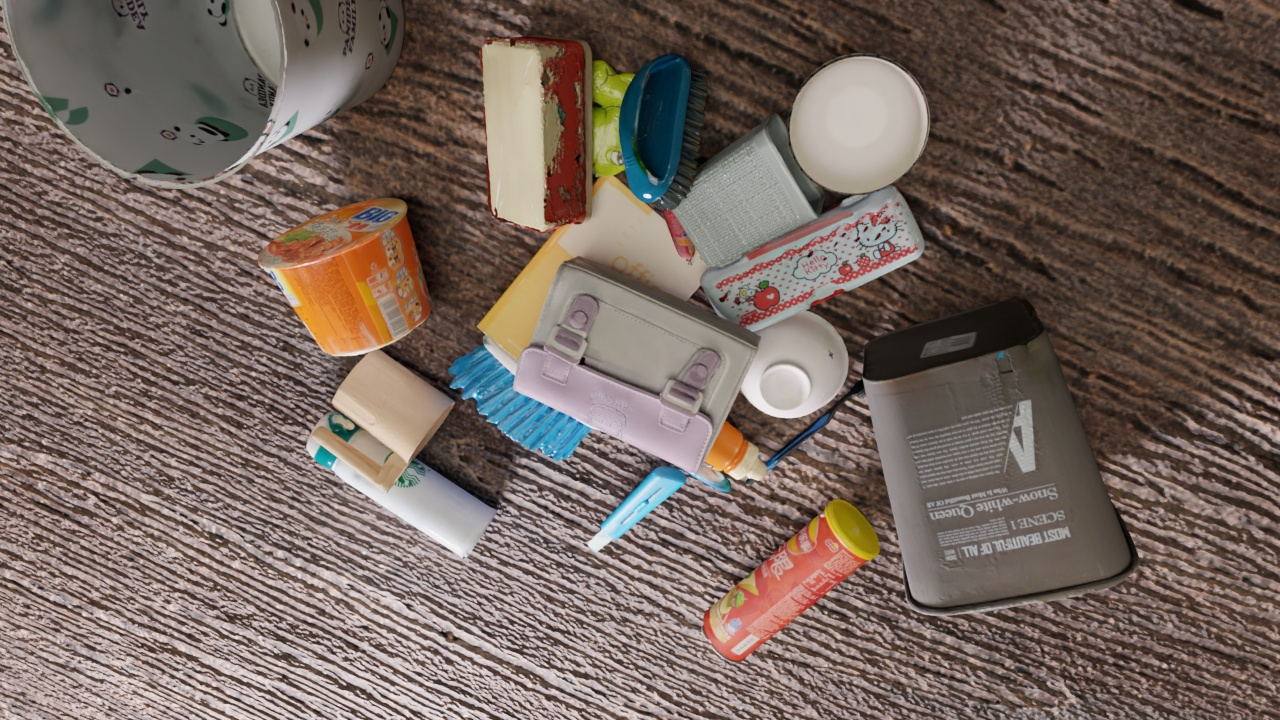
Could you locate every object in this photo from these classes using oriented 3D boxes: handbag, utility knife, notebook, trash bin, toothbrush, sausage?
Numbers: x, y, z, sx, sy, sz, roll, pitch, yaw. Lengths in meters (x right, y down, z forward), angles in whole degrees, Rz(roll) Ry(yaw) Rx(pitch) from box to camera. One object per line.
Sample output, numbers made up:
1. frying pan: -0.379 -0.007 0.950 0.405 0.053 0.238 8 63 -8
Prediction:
1. handbag: -0.005 0.005 0.863 0.197 0.098 0.145 24 108 6
2. utility knife: -0.011 0.168 1.012 0.034 0.018 0.186 26 133 -16
3. notebook: -0.045 -0.063 0.911 0.146 0.010 0.206 41 102 -4
4. trash bin: 0.307 0.079 0.829 0.199 0.198 0.220 -16 103 19
5. toothbrush: 0.176 0.075 0.949 0.016 0.014 0.190 29 120 -29
6. sausage: 0.022 -0.159 0.856 0.020 0.020 0.156 -15 114 18
7. trash bin: -0.335 -0.285 0.771 0.230 0.251 0.230 5 114 11

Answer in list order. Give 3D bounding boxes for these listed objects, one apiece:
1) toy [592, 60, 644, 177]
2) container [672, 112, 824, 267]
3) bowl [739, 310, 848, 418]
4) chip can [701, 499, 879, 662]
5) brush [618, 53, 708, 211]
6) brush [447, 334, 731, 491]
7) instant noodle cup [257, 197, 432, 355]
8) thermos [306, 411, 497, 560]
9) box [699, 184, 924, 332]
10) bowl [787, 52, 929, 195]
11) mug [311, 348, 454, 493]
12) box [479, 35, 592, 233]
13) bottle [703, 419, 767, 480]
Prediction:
1. toy: -0.030 -0.221 0.853 0.096 0.031 0.100 23 112 0
2. container: 0.094 -0.150 0.828 0.112 0.089 0.090 -28 105 26
3. bowl: 0.143 0.014 0.901 0.118 0.064 0.118 5 115 11
4. chip can: 0.159 0.243 0.995 0.073 0.073 0.217 39 116 -6
5. brush: 0.015 -0.204 0.793 0.073 0.143 0.055 22 158 -38
6. brush: -0.054 0.074 0.982 0.314 0.060 0.110 39 112 -9
7. instant noodle cup: -0.285 -0.081 0.916 0.151 0.151 0.111 -9 120 16
8. thermos: -0.274 0.138 1.049 0.224 0.073 0.073 34 116 -3
9. box: 0.156 -0.092 0.851 0.202 0.047 0.087 -25 122 22
10. bowl: 0.186 -0.207 0.791 0.116 0.066 0.117 5 115 10
11. mug: -0.281 0.064 0.999 0.103 0.084 0.124 37 87 -3
12. box: -0.098 -0.205 0.834 0.091 0.076 0.168 20 121 36
13. bottle: 0.069 0.080 0.952 0.149 0.066 0.067 33 117 -11
